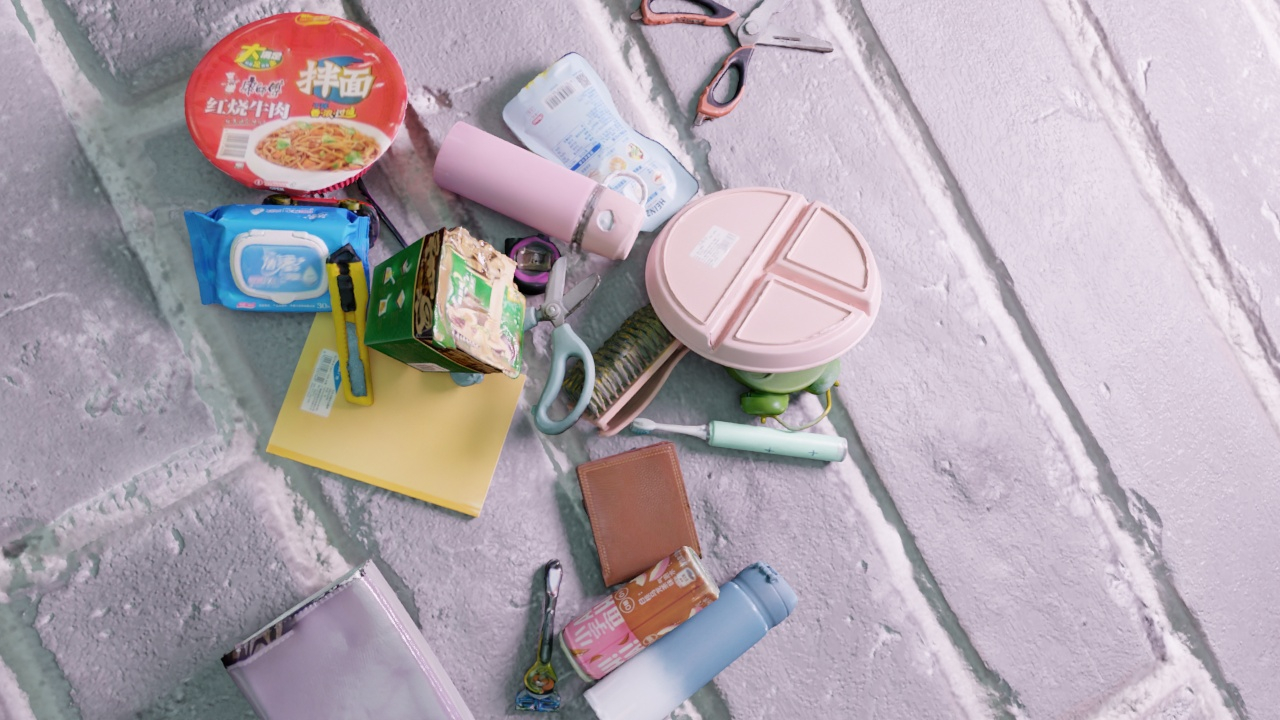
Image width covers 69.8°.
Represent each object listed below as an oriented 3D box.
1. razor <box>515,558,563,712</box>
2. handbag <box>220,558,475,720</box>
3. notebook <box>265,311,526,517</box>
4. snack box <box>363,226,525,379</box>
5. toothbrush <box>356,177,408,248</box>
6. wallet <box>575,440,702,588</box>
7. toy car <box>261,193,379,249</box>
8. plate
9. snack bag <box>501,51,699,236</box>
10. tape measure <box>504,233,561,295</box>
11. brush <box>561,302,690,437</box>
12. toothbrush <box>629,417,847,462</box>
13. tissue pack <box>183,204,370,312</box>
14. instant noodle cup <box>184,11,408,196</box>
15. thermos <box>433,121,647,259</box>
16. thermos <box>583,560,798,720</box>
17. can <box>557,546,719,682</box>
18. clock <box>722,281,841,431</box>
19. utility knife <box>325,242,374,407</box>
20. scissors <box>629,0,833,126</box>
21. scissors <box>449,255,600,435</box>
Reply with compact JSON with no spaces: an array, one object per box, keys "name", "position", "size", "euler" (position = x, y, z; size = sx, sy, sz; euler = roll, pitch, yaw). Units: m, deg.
[{"name":"razor","position":[-0.088,0.259,0.865],"size":[0.042,0.022,0.142],"euler":[8,82,-12]},{"name":"handbag","position":[-0.244,0.294,0.792],"size":[0.144,0.098,0.197],"euler":[-32,91,-14]},{"name":"notebook","position":[-0.228,0.049,0.869],"size":[0.206,0.010,0.145],"euler":[18,81,-8]},{"name":"snack box","position":[-0.180,-0.042,0.824],"size":[0.106,0.118,0.117],"euler":[-12,65,29]},{"name":"toothbrush","position":[-0.256,-0.146,0.886],"size":[0.018,0.014,0.189],"euler":[-35,91,-3]},{"name":"wallet","position":[-0.003,0.148,0.891],"size":[0.101,0.032,0.124],"euler":[-14,86,-9]},{"name":"toy car","position":[-0.299,-0.130,0.862],"size":[0.106,0.031,0.049],"euler":[2,116,-9]},{"name":"plate","position":[0.119,-0.088,0.886],"size":[0.229,0.028,0.229],"euler":[0,55,0]},{"name":"snack bag","position":[-0.040,-0.209,0.921],"size":[0.110,0.039,0.191],"euler":[-43,95,-15]},{"name":"tape measure","position":[-0.104,-0.093,0.894],"size":[0.058,0.039,0.057],"euler":[4,82,-10]},{"name":"brush","position":[-0.005,0.005,0.894],"size":[0.145,0.063,0.073],"euler":[-45,122,-14]},{"name":"toothbrush","position":[0.100,0.077,0.919],"size":[0.224,0.027,0.026],"euler":[8,50,-10]},{"name":"tissue pack","position":[-0.325,-0.091,0.829],"size":[0.157,0.052,0.095],"euler":[1,115,-10]},{"name":"instant noodle cup","position":[-0.309,-0.223,0.843],"size":[0.194,0.066,0.193],"euler":[2,67,-6]},{"name":"thermos","position":[-0.091,-0.168,0.877],"size":[0.198,0.067,0.087],"euler":[23,92,2]},{"name":"thermos","position":[0.052,0.274,0.868],"size":[0.220,0.070,0.070],"euler":[-34,90,-13]},{"name":"can","position":[-0.001,0.234,0.850],"size":[0.147,0.058,0.058],"euler":[-34,90,1]},{"name":"clock","position":[0.138,-0.007,0.921],"size":[0.116,0.056,0.161],"euler":[-25,88,-12]},{"name":"utility knife","position":[-0.259,-0.029,0.827],"size":[0.033,0.015,0.155],"euler":[-7,110,-15]},{"name":"scissors","position":[0.099,-0.349,0.976],"size":[0.189,0.015,0.222],"euler":[40,77,-4]},{"name":"scissors","position":[-0.088,-0.006,0.851],"size":[0.173,0.019,0.178],"euler":[-37,71,2]}]
